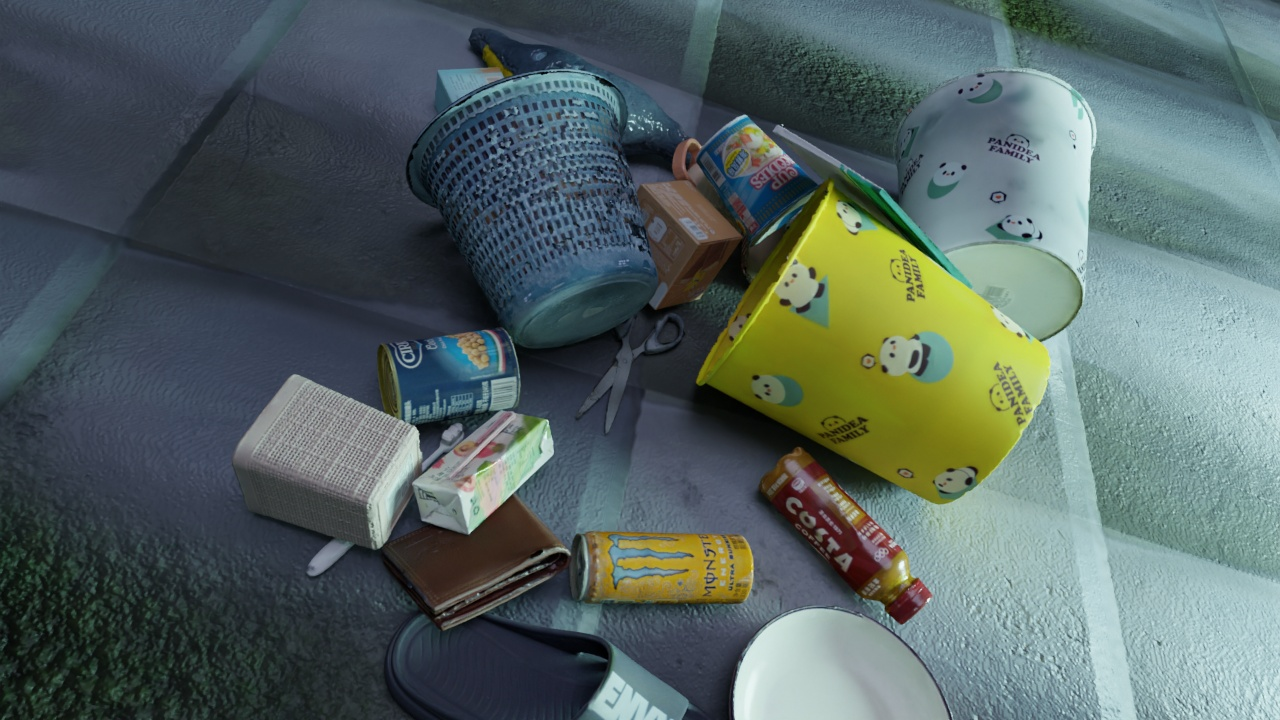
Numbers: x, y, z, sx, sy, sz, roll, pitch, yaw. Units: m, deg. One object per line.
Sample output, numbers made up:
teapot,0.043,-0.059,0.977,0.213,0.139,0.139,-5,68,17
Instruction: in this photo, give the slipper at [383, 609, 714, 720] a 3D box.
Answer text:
slipper,-0.059,0.250,0.662,0.268,0.084,0.110,24,52,2

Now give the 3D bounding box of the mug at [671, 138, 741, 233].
mug,0.075,-0.190,1.028,0.114,0.082,0.105,48,44,-32

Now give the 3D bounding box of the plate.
plate,0.157,0.292,0.729,0.192,0.039,0.192,9,52,-12

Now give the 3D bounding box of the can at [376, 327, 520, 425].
can,-0.168,0.015,0.807,0.111,0.075,0.075,-9,58,-25

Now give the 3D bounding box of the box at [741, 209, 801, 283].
box,0.166,-0.149,1.039,0.076,0.087,0.162,29,45,-19

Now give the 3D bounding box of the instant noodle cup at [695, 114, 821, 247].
instant noodle cup,0.116,-0.190,0.952,0.099,0.099,0.110,-36,85,-36

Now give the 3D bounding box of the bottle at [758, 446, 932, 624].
bottle,0.185,0.159,0.828,0.057,0.058,0.175,-31,69,-34

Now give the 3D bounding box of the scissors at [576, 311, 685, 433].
scissors,-0.018,-0.005,0.915,0.164,0.014,0.162,-16,62,-26

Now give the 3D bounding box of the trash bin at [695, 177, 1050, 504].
trash bin,0.220,-0.008,0.870,0.255,0.230,0.228,32,50,0

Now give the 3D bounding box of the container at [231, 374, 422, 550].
container,-0.237,0.082,0.714,0.111,0.090,0.089,19,50,5

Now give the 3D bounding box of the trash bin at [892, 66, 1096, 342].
trash bin,0.401,-0.162,1.051,0.229,0.230,0.251,18,57,-5

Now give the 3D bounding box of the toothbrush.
toothbrush,-0.207,0.111,0.758,0.016,0.016,0.179,29,50,18

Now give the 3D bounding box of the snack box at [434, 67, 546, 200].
snack box,-0.170,-0.255,1.027,0.074,0.052,0.174,-12,58,-25

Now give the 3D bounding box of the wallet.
wallet,-0.130,0.151,0.723,0.124,0.032,0.101,-21,34,-32

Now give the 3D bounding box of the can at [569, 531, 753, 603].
can,0.018,0.172,0.761,0.146,0.058,0.058,4,53,-16

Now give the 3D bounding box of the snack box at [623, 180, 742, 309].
snack box,0.033,-0.122,0.956,0.076,0.095,0.093,-17,60,-47

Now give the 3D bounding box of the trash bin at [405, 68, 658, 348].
trash bin,-0.086,-0.126,0.872,0.226,0.227,0.195,-14,72,-27

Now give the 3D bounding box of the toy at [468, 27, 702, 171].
toy,-0.065,-0.306,1.087,0.356,0.092,0.137,29,23,2

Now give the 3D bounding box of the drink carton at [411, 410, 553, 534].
drink carton,-0.128,0.087,0.761,0.054,0.045,0.122,9,32,29

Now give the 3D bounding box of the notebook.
notebook,0.228,-0.145,0.884,0.209,0.012,0.150,29,14,-45
